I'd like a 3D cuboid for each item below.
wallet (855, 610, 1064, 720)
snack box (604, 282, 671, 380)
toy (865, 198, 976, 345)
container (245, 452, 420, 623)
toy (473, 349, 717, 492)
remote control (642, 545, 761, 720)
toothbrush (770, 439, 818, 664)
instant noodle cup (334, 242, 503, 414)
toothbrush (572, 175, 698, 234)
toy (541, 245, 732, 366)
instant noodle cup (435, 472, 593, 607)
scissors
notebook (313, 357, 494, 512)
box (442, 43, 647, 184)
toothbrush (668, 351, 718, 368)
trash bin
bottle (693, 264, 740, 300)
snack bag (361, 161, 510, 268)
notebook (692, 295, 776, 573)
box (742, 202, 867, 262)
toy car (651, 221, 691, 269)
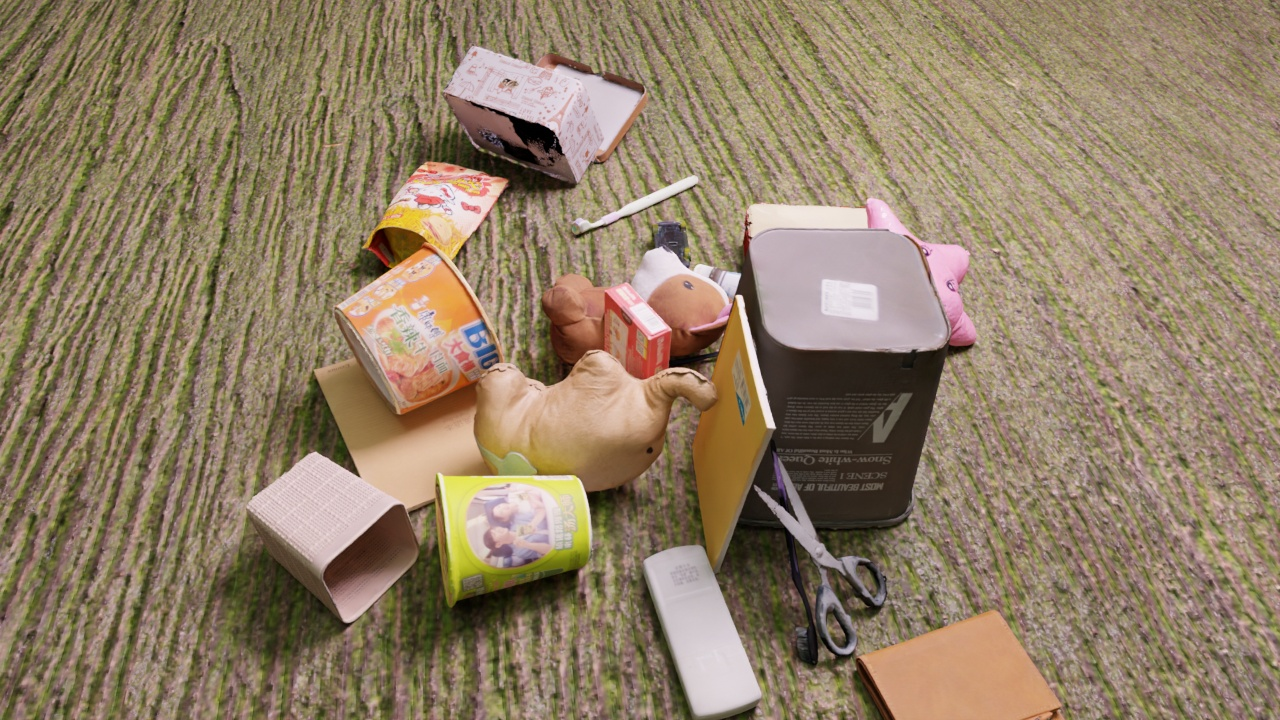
[{"bbox_3d":[0.254,0.263,0.727,0.131,0.031,0.107,-15,46,-13],"label":"wallet"},{"bbox_3d":[-0.005,0.005,0.878,0.025,0.153,0.075,-24,52,-23],"label":"snack box"},{"bbox_3d":[0.293,-0.090,0.990,0.178,0.075,0.194,-30,88,-30],"label":"toy"},{"bbox_3d":[-0.266,0.147,0.790,0.111,0.090,0.089,27,53,26],"label":"container"},{"bbox_3d":[-0.039,0.057,0.834,0.226,0.143,0.082,-7,35,7],"label":"toy"},{"bbox_3d":[0.048,0.224,0.766,0.058,0.021,0.150,-12,49,-11],"label":"remote control"},{"bbox_3d":[0.124,0.158,0.759,0.017,0.189,0.014,-11,-1,26],"label":"toothbrush"},{"bbox_3d":[-0.221,-0.025,0.902,0.111,0.152,0.151,-32,55,-20],"label":"instant noodle cup"},{"bbox_3d":[-0.003,-0.199,1.158,0.189,0.029,0.020,-26,95,-24],"label":"toothbrush"},{"bbox_3d":[0.004,-0.056,0.954,0.199,0.130,0.140,3,16,3],"label":"toy"},{"bbox_3d":[-0.108,0.146,0.786,0.123,0.112,0.111,-4,47,-16],"label":"instant noodle cup"},{"bbox_3d":[0.148,0.165,0.754,0.163,0.014,0.165,14,76,-35],"label":"scissors"},{"bbox_3d":[-0.225,0.056,0.926,0.149,0.012,0.211,-21,51,-21],"label":"notebook"},{"bbox_3d":[-0.120,-0.351,1.197,0.181,0.158,0.205,26,71,21],"label":"box"},{"bbox_3d":[0.028,0.003,0.975,0.181,0.016,0.018,-14,43,-14],"label":"toothbrush"},{"bbox_3d":[0.165,0.013,0.830,0.199,0.220,0.198,0,48,-3],"label":"trash bin"},{"bbox_3d":[0.151,-0.067,1.022,0.195,0.044,0.079,17,46,15],"label":"bottle"},{"bbox_3d":[-0.248,-0.182,1.119,0.129,0.073,0.207,8,40,8],"label":"snack bag"},{"bbox_3d":[0.073,0.068,0.786,0.010,0.207,0.145,2,46,-9],"label":"notebook"},{"bbox_3d":[0.206,-0.140,1.067,0.168,0.077,0.091,2,47,0],"label":"box"},{"bbox_3d":[0.036,-0.133,1.086,0.042,0.035,0.090,-1,47,-4],"label":"toy car"}]
